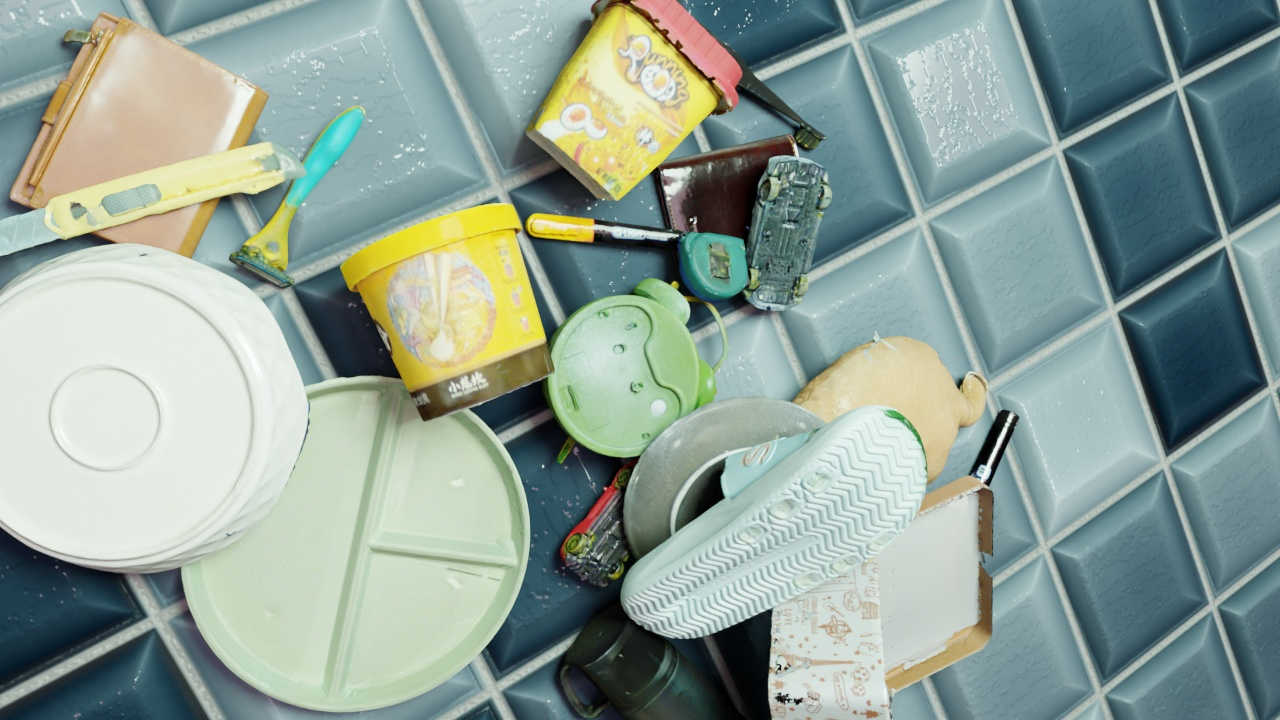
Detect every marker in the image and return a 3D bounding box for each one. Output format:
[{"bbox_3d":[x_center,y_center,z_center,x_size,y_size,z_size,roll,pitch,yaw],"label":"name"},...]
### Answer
[{"bbox_3d":[-0.024,-0.096,0.688,0.123,0.015,0.018,4,97,-15],"label":"marker"},{"bbox_3d":[0.305,0.106,0.822,0.022,0.020,0.132,38,77,-47],"label":"marker"}]

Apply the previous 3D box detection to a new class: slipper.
[{"bbox_3d":[0.086,0.111,0.631,0.246,0.074,0.104,-38,120,23],"label":"slipper"}]

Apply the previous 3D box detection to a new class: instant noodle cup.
[{"bbox_3d":[-0.119,-0.029,0.602,0.118,0.119,0.114,-22,95,-18],"label":"instant noodle cup"},{"bbox_3d":[-0.011,-0.185,0.651,0.116,0.116,0.123,40,90,-18],"label":"instant noodle cup"}]

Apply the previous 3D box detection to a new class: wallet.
[{"bbox_3d":[-0.318,-0.139,0.573,0.119,0.035,0.130,25,84,-21],"label":"wallet"},{"bbox_3d":[0.076,-0.122,0.730,0.122,0.020,0.096,-16,98,-17],"label":"wallet"}]

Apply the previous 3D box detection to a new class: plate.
[{"bbox_3d":[-0.312,0.031,0.553,0.205,0.045,0.205,0,94,-6],"label":"plate"},{"bbox_3d":[-0.190,0.125,0.635,0.230,0.027,0.230,0,91,-20],"label":"plate"},{"bbox_3d":[0.075,0.111,0.678,0.179,0.024,0.180,-3,112,-9],"label":"plate"}]

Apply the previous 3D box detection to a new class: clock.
[{"bbox_3d":[-0.004,0.004,0.684,0.161,0.056,0.116,-23,101,-18],"label":"clock"}]

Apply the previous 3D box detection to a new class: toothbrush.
[{"bbox_3d":[0.064,-0.232,0.717,0.212,0.026,0.027,33,115,-20],"label":"toothbrush"}]

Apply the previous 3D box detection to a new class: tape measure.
[{"bbox_3d":[0.057,-0.071,0.693,0.058,0.025,0.054,3,69,-31],"label":"tape measure"}]

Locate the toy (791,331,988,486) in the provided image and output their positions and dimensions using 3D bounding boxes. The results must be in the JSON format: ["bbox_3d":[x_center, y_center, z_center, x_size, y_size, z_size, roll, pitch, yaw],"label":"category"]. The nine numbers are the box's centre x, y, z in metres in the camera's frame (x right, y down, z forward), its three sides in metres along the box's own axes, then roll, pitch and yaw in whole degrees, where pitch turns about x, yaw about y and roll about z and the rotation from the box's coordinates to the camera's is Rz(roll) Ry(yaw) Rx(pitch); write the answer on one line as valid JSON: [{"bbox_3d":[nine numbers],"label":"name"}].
[{"bbox_3d":[0.209,0.045,0.755,0.225,0.082,0.143,-26,117,-19],"label":"toy"}]

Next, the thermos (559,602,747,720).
[{"bbox_3d":[0.039,0.295,0.714,0.090,0.068,0.242,-38,104,18],"label":"thermos"}]

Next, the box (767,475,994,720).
[{"bbox_3d":[0.180,0.220,0.699,0.270,0.133,0.179,-39,128,-39],"label":"box"}]

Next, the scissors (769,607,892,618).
[{"bbox_3d":[0.173,0.217,0.780,0.131,0.017,0.133,-22,96,-16],"label":"scissors"}]

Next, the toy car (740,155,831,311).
[{"bbox_3d":[0.110,-0.098,0.716,0.054,0.037,0.121,4,107,-20],"label":"toy car"}]

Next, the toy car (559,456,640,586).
[{"bbox_3d":[-0.015,0.119,0.695,0.049,0.031,0.106,40,85,-31],"label":"toy car"}]

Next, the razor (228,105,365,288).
[{"bbox_3d":[-0.223,-0.114,0.613,0.043,0.028,0.132,33,83,-42],"label":"razor"}]

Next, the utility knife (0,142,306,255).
[{"bbox_3d":[-0.312,-0.096,0.561,0.208,0.021,0.031,-21,99,-14],"label":"utility knife"}]
